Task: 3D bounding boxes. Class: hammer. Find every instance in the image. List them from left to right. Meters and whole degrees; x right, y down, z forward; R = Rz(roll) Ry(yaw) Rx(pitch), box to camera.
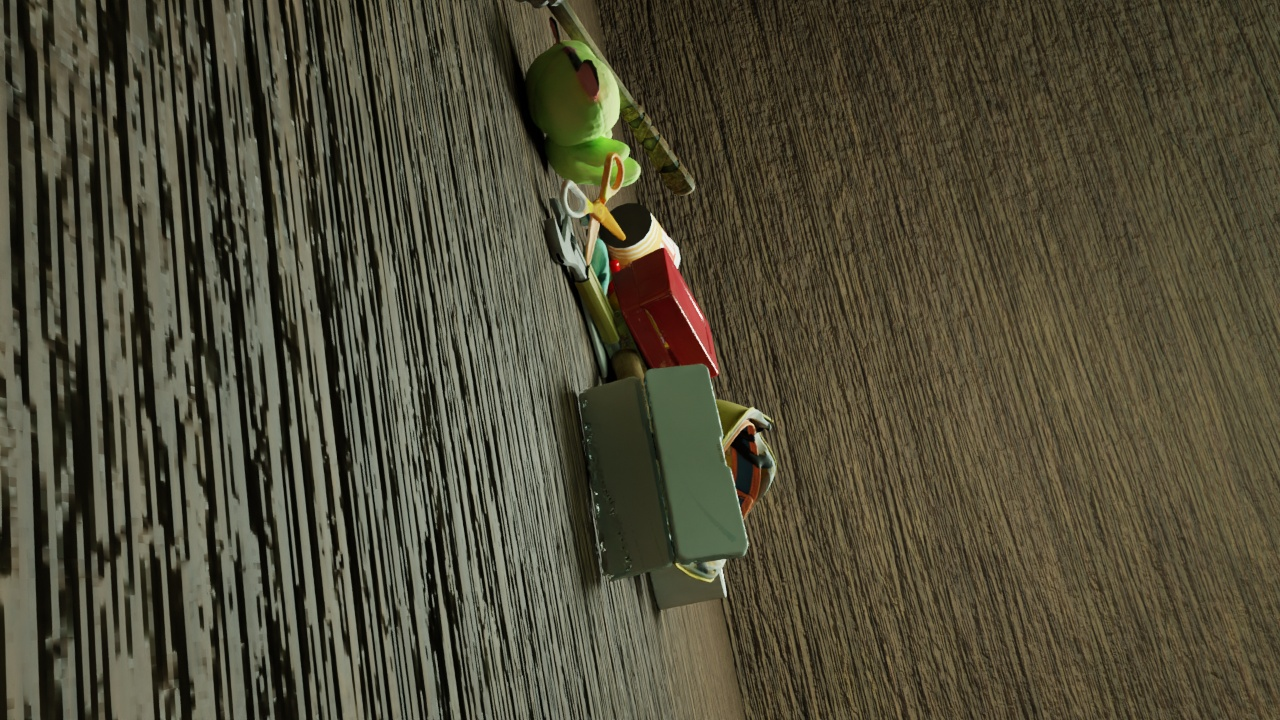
[{"bbox_3d":[-0.033,-0.324,1.079,0.319,0.048,0.122,52,-15,-25],"label":"hammer"},{"bbox_3d":[0.003,0.049,1.033,0.305,0.132,0.040,-109,-174,-68],"label":"hammer"}]

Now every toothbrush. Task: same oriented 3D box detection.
[{"bbox_3d":[-0.067,-0.154,1.327,0.021,0.017,0.135,-89,169,-56],"label":"toothbrush"}]

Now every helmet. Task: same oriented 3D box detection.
[{"bbox_3d":[0.056,0.133,1.102,0.208,0.140,0.240,-55,150,-24],"label":"helmet"}]

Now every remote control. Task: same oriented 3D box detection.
[{"bbox_3d":[-0.061,-0.050,1.119,0.045,0.008,0.147,-93,169,-64],"label":"remote control"}]

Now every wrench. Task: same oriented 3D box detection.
[{"bbox_3d":[-0.061,-0.086,1.054,0.273,0.018,0.083,66,18,-55],"label":"wrench"}]

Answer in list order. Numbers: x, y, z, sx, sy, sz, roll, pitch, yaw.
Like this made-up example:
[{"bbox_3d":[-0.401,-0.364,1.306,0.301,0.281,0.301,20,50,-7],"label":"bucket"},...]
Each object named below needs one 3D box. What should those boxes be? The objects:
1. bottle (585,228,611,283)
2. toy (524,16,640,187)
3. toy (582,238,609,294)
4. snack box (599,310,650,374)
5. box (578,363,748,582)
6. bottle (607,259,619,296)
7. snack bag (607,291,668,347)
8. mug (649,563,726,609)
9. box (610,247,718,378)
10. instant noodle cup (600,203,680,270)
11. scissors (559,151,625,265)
[{"bbox_3d":[-0.061,-0.146,1.284,0.106,0.025,0.025,72,7,-53],"label":"bottle"},{"bbox_3d":[-0.073,-0.274,1.027,0.150,0.107,0.197,58,2,33],"label":"toy"},{"bbox_3d":[-0.060,-0.118,1.202,0.105,0.033,0.085,59,30,-79],"label":"toy"},{"bbox_3d":[-0.007,0.007,1.251,0.143,0.040,0.148,1,65,-86],"label":"snack box"},{"bbox_3d":[0.018,0.099,0.860,0.041,0.134,0.196,86,-5,-59],"label":"box"},{"bbox_3d":[-0.032,-0.102,1.466,0.036,0.036,0.119,47,30,-81],"label":"bottle"},{"bbox_3d":[0.035,-0.003,1.385,0.160,0.068,0.247,10,-63,58],"label":"snack bag"},{"bbox_3d":[0.063,0.283,1.238,0.121,0.090,0.091,64,14,-72],"label":"mug"},{"bbox_3d":[0.034,-0.049,1.205,0.129,0.093,0.158,-99,164,-54],"label":"box"},{"bbox_3d":[-0.007,-0.204,1.615,0.121,0.123,0.123,56,21,-58],"label":"instant noodle cup"},{"bbox_3d":[-0.050,-0.164,0.992,0.128,0.011,0.125,-4,110,-50],"label":"scissors"}]
